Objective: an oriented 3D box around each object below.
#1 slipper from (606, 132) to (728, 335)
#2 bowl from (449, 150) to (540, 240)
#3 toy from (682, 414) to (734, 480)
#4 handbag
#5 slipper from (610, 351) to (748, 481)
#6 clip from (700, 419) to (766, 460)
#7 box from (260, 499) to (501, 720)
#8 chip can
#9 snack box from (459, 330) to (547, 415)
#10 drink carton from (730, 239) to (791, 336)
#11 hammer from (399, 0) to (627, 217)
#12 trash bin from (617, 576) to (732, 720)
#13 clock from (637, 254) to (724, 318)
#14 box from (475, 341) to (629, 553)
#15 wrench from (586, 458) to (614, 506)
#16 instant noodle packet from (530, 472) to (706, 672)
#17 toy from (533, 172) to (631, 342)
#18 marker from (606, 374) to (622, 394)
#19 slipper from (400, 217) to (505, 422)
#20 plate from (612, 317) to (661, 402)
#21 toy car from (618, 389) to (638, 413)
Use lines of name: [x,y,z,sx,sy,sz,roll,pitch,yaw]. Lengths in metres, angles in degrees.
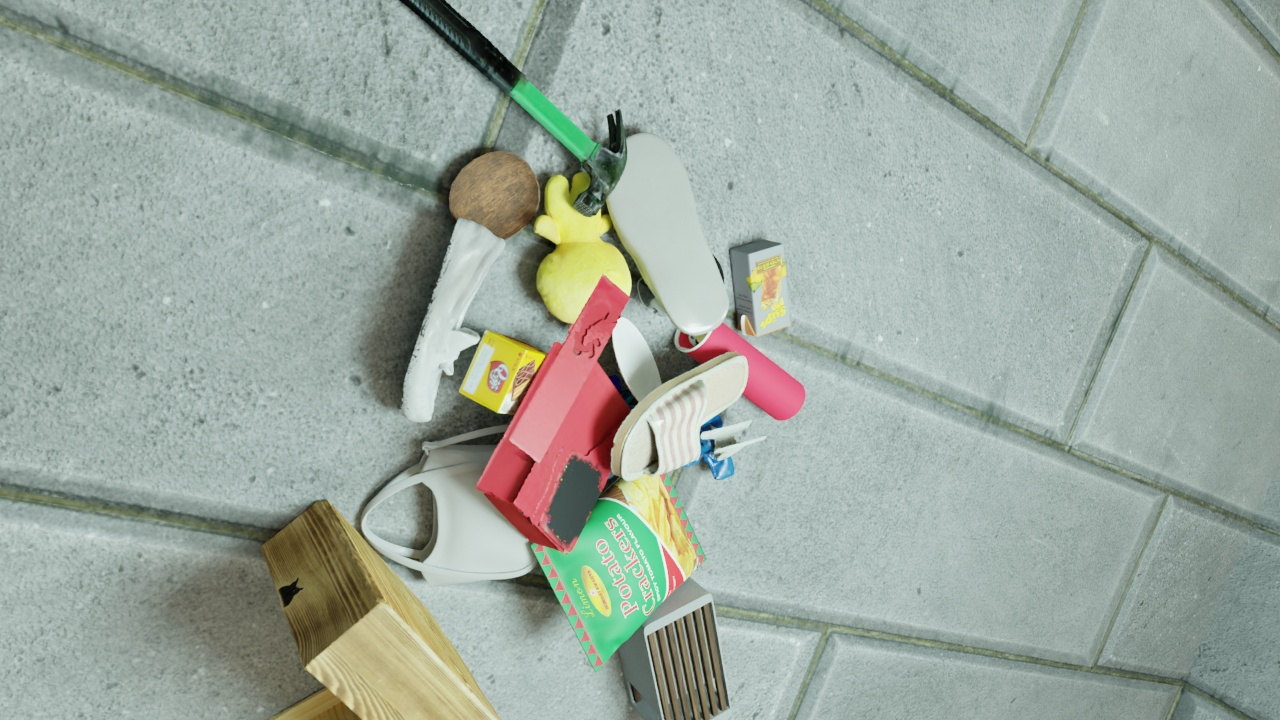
slipper: [0.029,-0.157,1.188,0.113,0.081,0.266,-26,92,-11]
bowl: [-0.177,-0.195,1.095,0.114,0.026,0.102,-36,119,-16]
toy: [0.085,0.097,1.315,0.112,0.071,0.177,-13,121,-25]
handbag: [-0.238,0.182,1.160,0.222,0.095,0.216,-1,104,-18]
slipper: [0.064,0.073,1.175,0.262,0.052,0.115,-33,135,-39]
clip: [0.127,0.118,1.296,0.101,0.058,0.052,-9,94,-38]
box: [-0.364,0.401,1.017,0.334,0.279,0.286,-43,121,-15]
chip can: [0.148,0.009,1.324,0.220,0.069,0.069,35,85,-34]
snack box: [-0.159,0.018,1.121,0.083,0.061,0.105,-66,162,2]
drink carton: [0.172,-0.104,1.315,0.076,0.048,0.125,-19,113,-25]
hammer: [-0.139,-0.314,1.055,0.318,0.032,0.130,39,68,-25]
trash bin: [0.043,0.435,1.363,0.114,0.114,0.229,-21,114,-24]
clock: [0.053,-0.104,1.239,0.122,0.035,0.094,-17,94,-18]
box: [-0.132,0.103,1.142,0.165,0.153,0.213,56,50,-45]
wrench: [-0.026,0.129,1.276,0.273,0.022,0.073,-50,151,-12]
instant noodle packet: [-0.020,0.262,1.247,0.251,0.091,0.195,-36,107,-40]
toy: [-0.071,-0.129,1.143,0.133,0.092,0.207,-16,92,-38]
marker: [-0.088,0.051,1.223,0.133,0.023,0.027,-19,97,-25]
slipper: [-0.222,-0.041,1.071,0.074,0.112,0.247,23,99,3]
plate: [-0.007,0.007,1.212,0.011,0.134,0.134,-22,122,20]
toy car: [-0.040,0.090,1.249,0.120,0.056,0.043,-47,116,-13]
